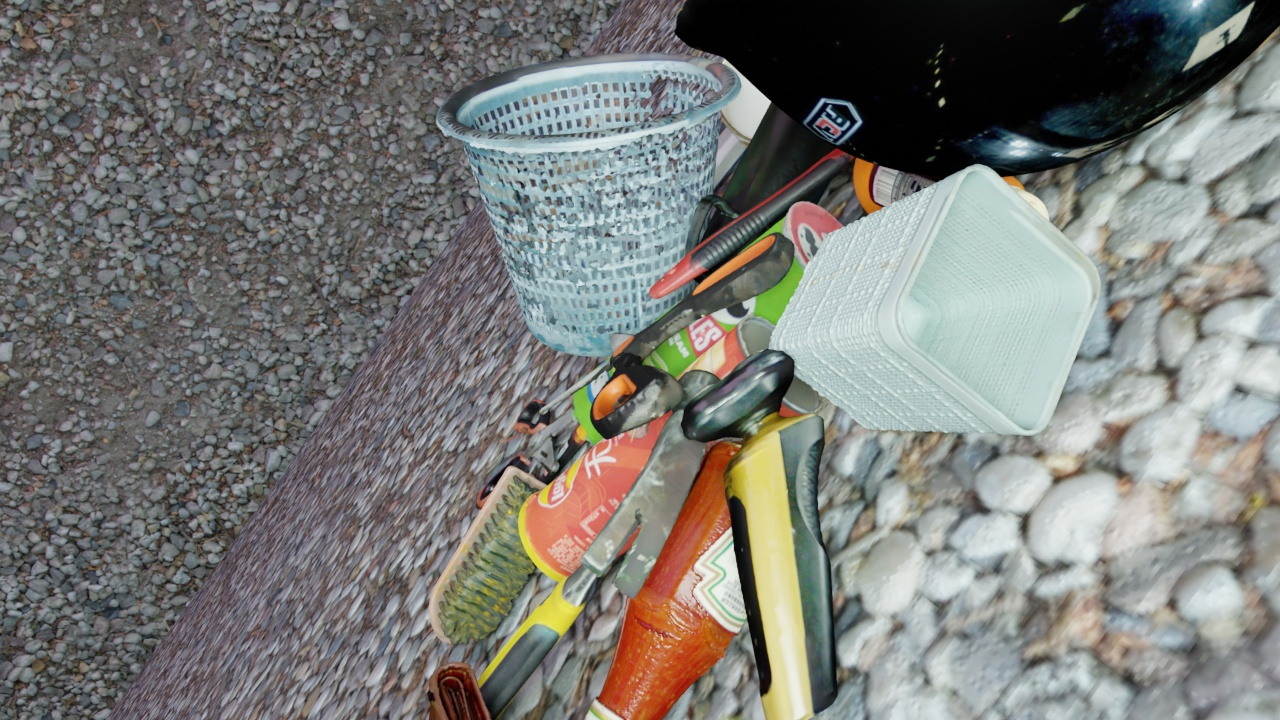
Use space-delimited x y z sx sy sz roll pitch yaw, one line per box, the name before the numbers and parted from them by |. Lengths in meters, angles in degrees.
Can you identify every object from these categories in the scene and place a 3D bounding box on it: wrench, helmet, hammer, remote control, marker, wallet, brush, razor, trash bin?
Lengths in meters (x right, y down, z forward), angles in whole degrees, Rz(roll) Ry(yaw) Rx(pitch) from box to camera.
wrench | 0.116 -0.125 0.618 0.273 0.016 0.056 -38 15 -5
helmet | 0.156 -0.191 0.401 0.274 0.230 0.233 -41 5 0
hammer | -0.050 0.148 0.540 0.324 0.032 0.125 -56 3 34
remote control | 0.071 -0.192 0.928 0.125 0.024 0.049 -52 20 10
marker | -0.061 0.078 0.804 0.124 0.015 0.018 -51 18 17
wallet | -0.103 0.248 0.521 0.124 0.032 0.101 -143 56 -63
brush | -0.117 0.159 0.731 0.145 0.063 0.073 -58 24 -4
razor | 0.057 0.078 0.414 0.062 0.067 0.167 111 157 -64
trash bin | -0.030 -0.120 0.731 0.226 0.195 0.226 -5 32 3

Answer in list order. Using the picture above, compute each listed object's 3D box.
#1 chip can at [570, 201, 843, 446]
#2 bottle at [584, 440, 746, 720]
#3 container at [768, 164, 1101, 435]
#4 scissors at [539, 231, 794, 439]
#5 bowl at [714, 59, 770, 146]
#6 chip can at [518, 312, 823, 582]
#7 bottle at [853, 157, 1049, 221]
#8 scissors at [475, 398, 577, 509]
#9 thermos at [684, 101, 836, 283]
chip can | 0.045 -0.012 0.628 0.237 0.072 0.072 -37 26 40
bottle | 0.014 0.140 0.467 0.205 0.059 0.060 -59 20 -12
container | 0.129 -0.020 0.429 0.089 0.090 0.112 -60 18 -17
scissors | 0.008 -0.007 0.549 0.229 0.021 0.220 -39 12 18
bowl | 0.123 -0.218 0.766 0.113 0.113 0.062 -55 -23 -2
chip can | 0.012 0.062 0.578 0.217 0.073 0.073 -42 23 31
bottle | 0.169 -0.085 0.489 0.067 0.066 0.149 -49 27 13
scissors | -0.104 0.082 0.872 0.227 0.015 0.188 -47 18 31
thermos | 0.110 -0.160 0.665 0.068 0.090 0.242 28 89 39
